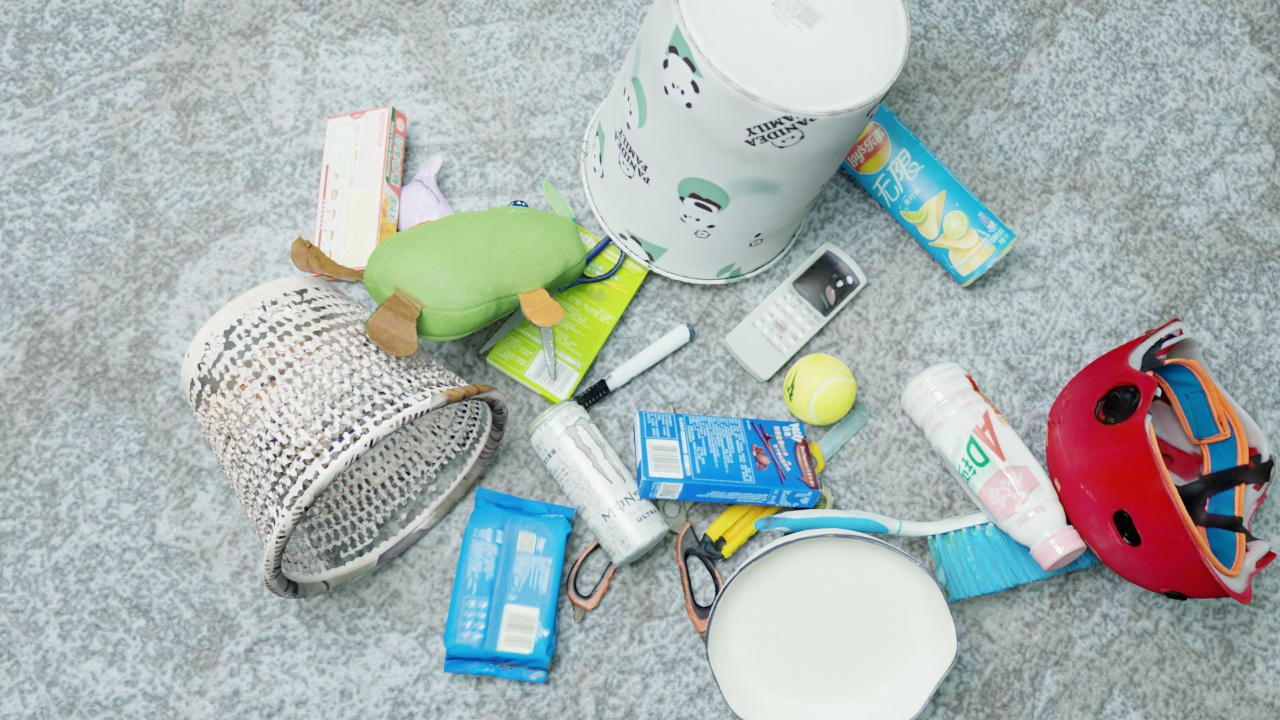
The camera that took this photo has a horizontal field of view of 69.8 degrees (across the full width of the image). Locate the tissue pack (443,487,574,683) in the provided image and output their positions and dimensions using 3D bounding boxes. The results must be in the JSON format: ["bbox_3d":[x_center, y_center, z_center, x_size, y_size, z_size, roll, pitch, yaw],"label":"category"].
[{"bbox_3d":[-0.114,0.194,0.794,0.095,0.052,0.157,9,79,-5],"label":"tissue pack"}]

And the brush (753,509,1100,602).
[{"bbox_3d":[0.256,0.163,0.810,0.314,0.061,0.109,-9,74,-18],"label":"brush"}]

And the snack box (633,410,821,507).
[{"bbox_3d":[0.074,0.087,0.809,0.157,0.026,0.084,5,40,-8],"label":"snack box"}]

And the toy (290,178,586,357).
[{"bbox_3d":[-0.141,-0.074,0.749,0.246,0.090,0.227,-21,42,-37],"label":"toy"}]

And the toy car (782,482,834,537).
[{"bbox_3d":[0.150,0.154,0.828,0.035,0.042,0.090,26,79,-9],"label":"toy car"}]

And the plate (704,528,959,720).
[{"bbox_3d":[0.157,0.228,0.773,0.205,0.045,0.205,1,108,2],"label":"plate"}]

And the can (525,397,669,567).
[{"bbox_3d":[-0.038,0.106,0.803,0.058,0.058,0.146,-34,74,-10],"label":"can"}]

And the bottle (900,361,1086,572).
[{"bbox_3d":[0.307,0.092,0.803,0.068,0.068,0.196,-23,57,-9],"label":"bottle"}]

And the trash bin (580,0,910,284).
[{"bbox_3d":[0.081,-0.217,0.768,0.229,0.252,0.229,4,72,-12],"label":"trash bin"}]

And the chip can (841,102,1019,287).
[{"bbox_3d":[0.262,-0.168,0.883,0.071,0.071,0.210,-42,86,-11],"label":"chip can"}]

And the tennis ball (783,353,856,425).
[{"bbox_3d":[0.164,0.027,0.841,0.065,0.065,0.065,1,79,-5],"label":"tennis ball"}]

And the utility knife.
[{"bbox_3d":[0.136,0.108,0.842,0.219,0.015,0.033,-39,91,-16],"label":"utility knife"}]

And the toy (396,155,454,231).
[{"bbox_3d":[-0.193,-0.127,0.852,0.084,0.039,0.108,-33,82,10],"label":"toy"}]

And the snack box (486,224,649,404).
[{"bbox_3d":[-0.067,-0.042,0.855,0.086,0.026,0.156,30,79,1],"label":"snack box"}]

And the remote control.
[{"bbox_3d":[0.149,-0.048,0.876,0.150,0.021,0.058,-44,86,-10],"label":"remote control"}]

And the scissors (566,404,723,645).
[{"bbox_3d":[0.019,0.153,0.832,0.189,0.015,0.225,-11,79,-6],"label":"scissors"}]

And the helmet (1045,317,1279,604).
[{"bbox_3d":[0.431,0.100,0.790,0.207,0.144,0.239,47,49,-15],"label":"helmet"}]

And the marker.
[{"bbox_3d":[-0.005,0.005,0.855,0.130,0.023,0.018,-34,98,-12],"label":"marker"}]

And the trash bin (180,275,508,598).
[{"bbox_3d":[-0.253,0.045,0.742,0.227,0.228,0.192,-43,73,-11],"label":"trash bin"}]

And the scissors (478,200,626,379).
[{"bbox_3d":[-0.085,-0.072,0.839,0.162,0.012,0.175,-22,81,-8],"label":"scissors"}]

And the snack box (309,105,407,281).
[{"bbox_3d":[-0.259,-0.153,0.843,0.077,0.027,0.155,-2,78,25],"label":"snack box"}]
